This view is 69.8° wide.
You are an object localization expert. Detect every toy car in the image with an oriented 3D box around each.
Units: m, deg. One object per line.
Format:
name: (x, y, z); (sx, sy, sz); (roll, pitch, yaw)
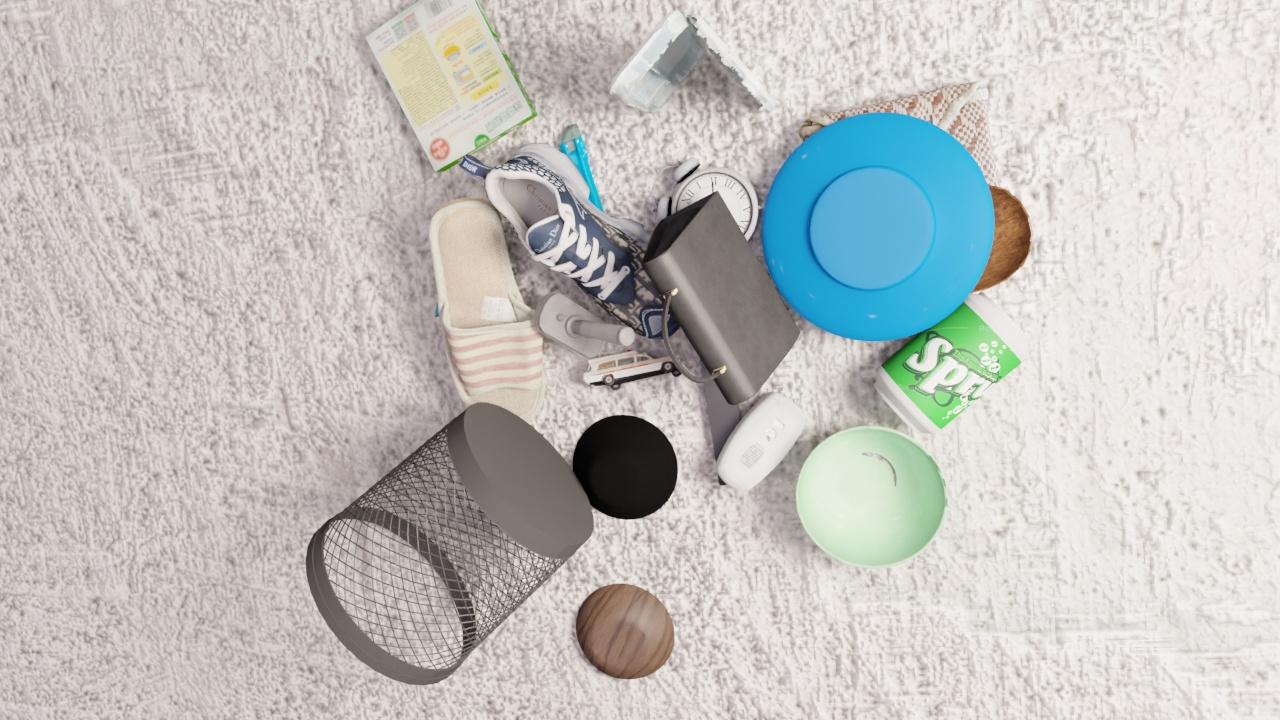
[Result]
toy car: (-0.006, 0.006, 1.017); (0.113, 0.039, 0.039); (-13, 75, 12)

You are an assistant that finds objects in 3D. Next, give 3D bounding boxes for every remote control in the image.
remote control: (0.129, 0.089, 0.994); (0.060, 0.028, 0.114); (36, 93, -6)
remote control: (0.093, 0.063, 1.015); (0.034, 0.013, 0.150); (-8, 97, 9)

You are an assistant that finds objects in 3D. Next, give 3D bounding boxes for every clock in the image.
clock: (0.069, -0.163, 0.973); (0.122, 0.035, 0.095); (29, 103, 5)

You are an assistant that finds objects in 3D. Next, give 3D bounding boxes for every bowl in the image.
bowl: (0.240, 0.135, 0.963); (0.151, 0.077, 0.151); (2, 99, 11)
bowl: (-0.022, 0.323, 1.069); (0.119, 0.032, 0.119); (2, 99, 11)
bowl: (0.322, -0.118, 0.901); (0.114, 0.026, 0.102); (-21, 92, 16)
bowl: (-0.023, 0.127, 1.029); (0.124, 0.052, 0.124); (2, 99, 11)

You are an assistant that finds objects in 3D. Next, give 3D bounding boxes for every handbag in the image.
handbag: (0.065, -0.042, 0.886); (0.072, 0.195, 0.176); (-23, 108, 31)
handbag: (0.261, -0.200, 0.923); (0.186, 0.047, 0.124); (-10, 98, 13)

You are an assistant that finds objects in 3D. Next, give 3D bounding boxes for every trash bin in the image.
trash bin: (-0.196, 0.189, 0.989); (0.228, 0.217, 0.218); (-42, 89, 14)

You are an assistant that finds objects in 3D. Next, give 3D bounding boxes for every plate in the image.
plate: (0.227, -0.129, 0.901); (0.225, 0.024, 0.224); (3, 99, 21)

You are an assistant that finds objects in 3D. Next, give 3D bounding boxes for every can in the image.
can: (0.311, 0.003, 0.923); (0.140, 0.087, 0.088); (-44, 88, 14)

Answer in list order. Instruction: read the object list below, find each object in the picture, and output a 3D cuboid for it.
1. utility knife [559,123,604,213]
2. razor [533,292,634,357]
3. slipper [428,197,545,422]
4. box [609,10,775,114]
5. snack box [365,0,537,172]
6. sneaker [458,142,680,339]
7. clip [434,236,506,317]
utility knife: (-0.047, -0.151, 1.011); (0.031, 0.015, 0.220); (-17, 96, 19)
razor: (-0.047, -0.031, 0.964); (0.088, 0.116, 0.047); (31, 79, -36)
slipper: (-0.165, -0.045, 1.002); (0.115, 0.052, 0.263); (-12, 109, -4)
box: (0.048, -0.257, 0.875); (0.129, 0.210, 0.105); (45, 106, 3)
snack box: (-0.209, -0.314, 1.011); (0.132, 0.027, 0.168); (-26, 93, 15)
sneaker: (-0.069, -0.119, 0.943); (0.269, 0.132, 0.103); (46, 113, 9)
clip: (-0.193, -0.077, 1.048); (0.120, 0.033, 0.122); (-11, 97, 17)
